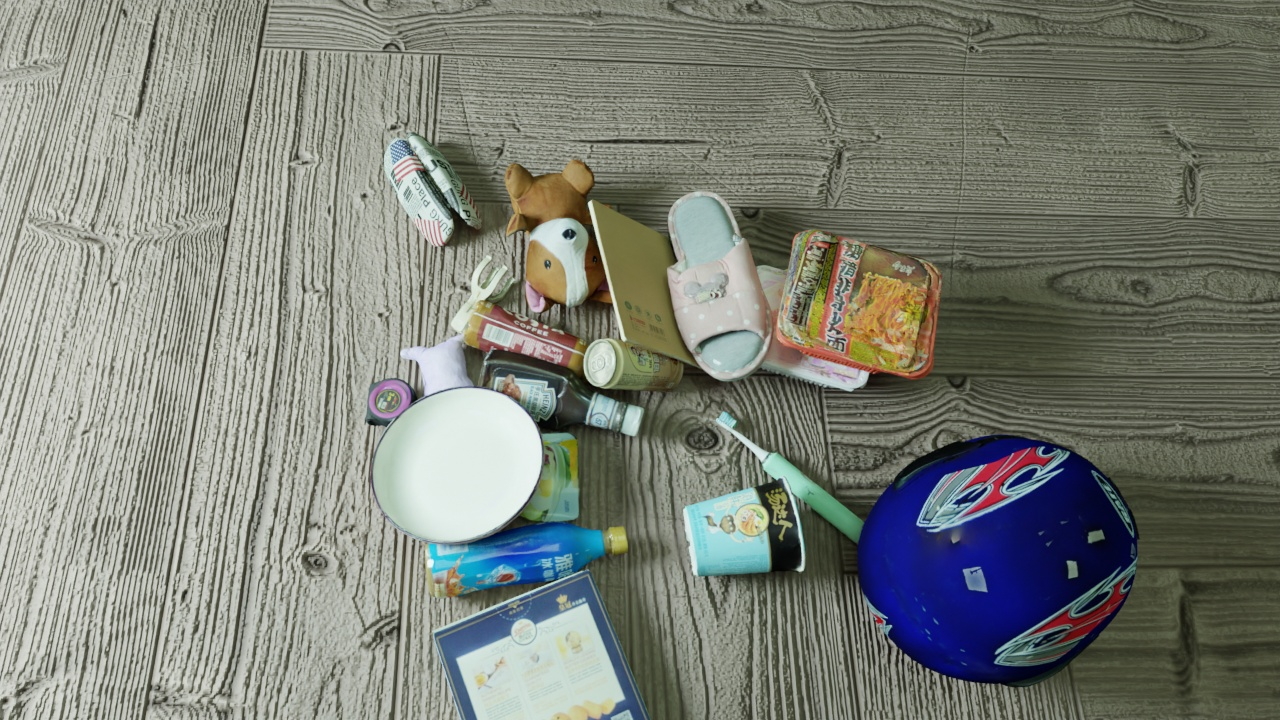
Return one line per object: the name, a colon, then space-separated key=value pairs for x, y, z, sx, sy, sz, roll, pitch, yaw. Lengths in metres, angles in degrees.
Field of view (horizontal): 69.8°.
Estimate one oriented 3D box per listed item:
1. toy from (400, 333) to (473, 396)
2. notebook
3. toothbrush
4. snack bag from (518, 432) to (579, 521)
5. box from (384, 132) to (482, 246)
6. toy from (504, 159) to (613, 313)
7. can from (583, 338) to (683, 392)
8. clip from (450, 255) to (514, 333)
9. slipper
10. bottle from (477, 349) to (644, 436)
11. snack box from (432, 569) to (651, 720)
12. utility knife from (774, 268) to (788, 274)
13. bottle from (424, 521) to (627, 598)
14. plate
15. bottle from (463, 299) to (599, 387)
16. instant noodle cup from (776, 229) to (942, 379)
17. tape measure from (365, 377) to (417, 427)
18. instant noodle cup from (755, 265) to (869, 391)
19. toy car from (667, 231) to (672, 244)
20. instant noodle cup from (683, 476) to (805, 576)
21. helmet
toy: x=-0.236 y=0.023 z=1.097 sx=0.083 sy=0.039 sz=0.108 roll=-14 pitch=70 yaw=-12
notebook: x=0.009 y=-0.093 z=1.125 sx=0.147 sy=0.008 sz=0.207 roll=19 pitch=47 yaw=-44
toothbrush: x=0.179 y=0.139 z=1.094 sx=0.224 sy=0.026 sz=0.027 roll=39 pitch=93 yaw=12
snack bag: x=-0.166 y=0.136 z=1.056 sx=0.191 sy=0.039 sz=0.110 roll=-2 pitch=70 yaw=-3
box: x=-0.280 y=-0.221 z=1.198 sx=0.088 sy=0.076 sz=0.162 roll=-34 pitch=75 yaw=6
toy: x=-0.098 y=-0.155 z=1.151 sx=0.140 sy=0.131 sz=0.199 roll=-7 pitch=76 yaw=-11
can: x=-0.006 y=0.006 z=1.087 sx=0.116 sy=0.059 sz=0.058 roll=5 pitch=59 yaw=-45
clip: x=-0.197 y=-0.087 z=1.136 sx=0.035 sy=0.094 sz=0.102 roll=34 pitch=56 yaw=9
slipper: x=0.091 y=-0.102 z=1.125 sx=0.114 sy=0.054 sz=0.274 roll=-14 pitch=62 yaw=8
bottle: x=-0.093 y=0.046 z=1.081 sx=0.195 sy=0.080 sz=0.044 roll=16 pitch=28 yaw=0
snack box: x=-0.104 y=0.339 z=0.965 sx=0.177 sy=0.046 sz=0.182 roll=-19 pitch=69 yaw=-14
utility knife: x=0.144 y=-0.097 z=1.199 sx=0.205 sy=0.021 sz=0.031 roll=-13 pitch=63 yaw=-18
bottle: x=-0.123 y=0.213 z=1.010 sx=0.218 sy=0.065 sz=0.065 roll=-7 pitch=67 yaw=-10
plate: x=-0.200 y=0.119 z=1.019 sx=0.192 sy=0.039 sz=0.192 roll=-2 pitch=57 yaw=3
bottle: x=-0.123 y=-0.016 z=1.109 sx=0.175 sy=0.058 sz=0.057 roll=22 pitch=65 yaw=-5
instant noodle cup: x=0.258 y=-0.059 z=1.096 sx=0.189 sy=0.079 sz=0.164 roll=15 pitch=65 yaw=3
tape measure: x=-0.291 y=0.051 z=1.079 sx=0.058 sy=0.039 sz=0.057 roll=-3 pitch=66 yaw=-2
instant noodle cup: x=0.203 y=-0.033 z=1.155 sx=0.173 sy=0.060 sz=0.137 roll=17 pitch=65 yaw=1
toy car: x=0.073 y=-0.143 z=1.203 sx=0.043 sy=0.036 sz=0.091 roll=-31 pitch=70 yaw=-15
instant noodle cup: x=0.112 y=0.194 z=1.024 sx=0.120 sy=0.111 sz=0.111 roll=-10 pitch=67 yaw=-2
helmet: x=0.389 y=0.193 z=0.962 sx=0.315 sy=0.241 sz=0.247 roll=-27 pitch=82 yaw=-18
